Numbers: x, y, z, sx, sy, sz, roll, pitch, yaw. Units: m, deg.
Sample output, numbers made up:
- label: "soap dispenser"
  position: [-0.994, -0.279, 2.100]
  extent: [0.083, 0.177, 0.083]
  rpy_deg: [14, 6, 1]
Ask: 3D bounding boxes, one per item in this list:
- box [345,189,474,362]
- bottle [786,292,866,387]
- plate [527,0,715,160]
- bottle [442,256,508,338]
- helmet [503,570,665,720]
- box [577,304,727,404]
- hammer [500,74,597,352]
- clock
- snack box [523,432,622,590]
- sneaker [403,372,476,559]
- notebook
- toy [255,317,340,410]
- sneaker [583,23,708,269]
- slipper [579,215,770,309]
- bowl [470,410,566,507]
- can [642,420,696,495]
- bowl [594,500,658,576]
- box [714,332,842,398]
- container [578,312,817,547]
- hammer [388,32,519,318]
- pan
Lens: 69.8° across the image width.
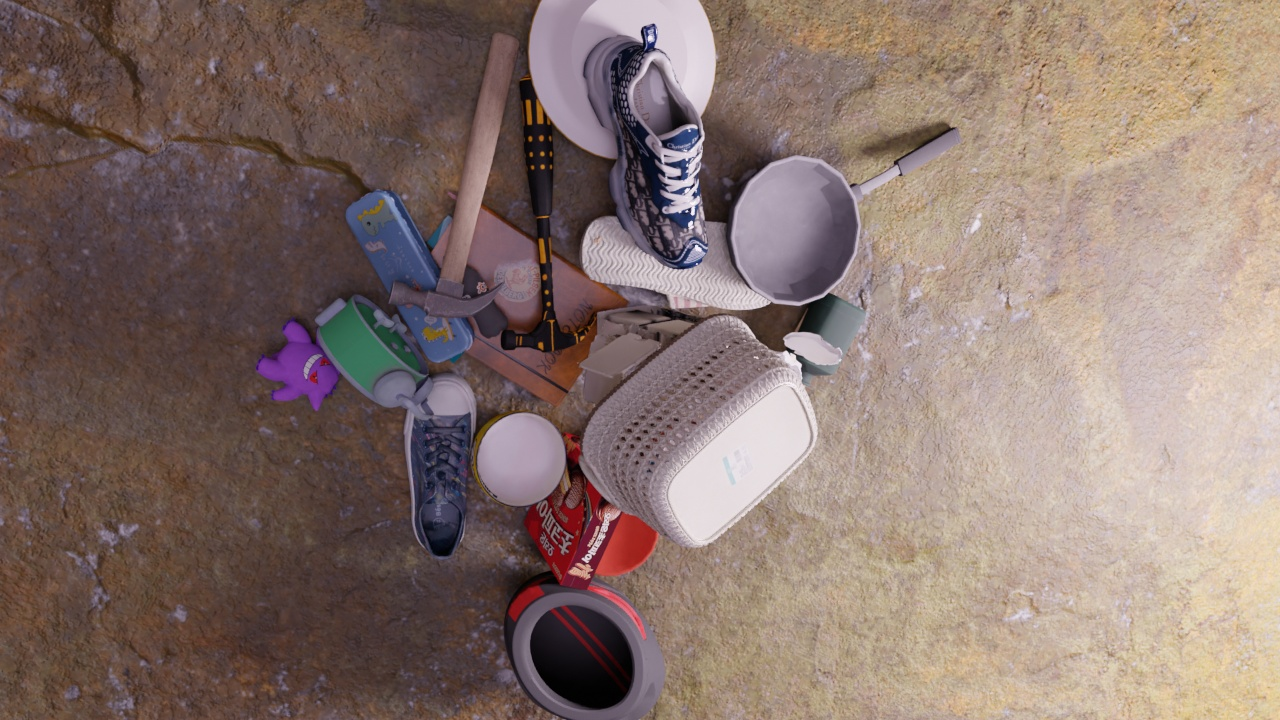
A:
- label: "box"
  position: [-0.266, -0.095, 1.056]
  extent: [0.066, 0.049, 0.210]
  rpy_deg: [-27, 100, 2]
- label: "bottle"
  position: [0.229, -0.019, 1.178]
  extent: [0.061, 0.061, 0.131]
  rpy_deg: [25, 98, -18]
- label: "plate"
  position: [-0.015, -0.347, 1.050]
  extent: [0.229, 0.021, 0.230]
  rpy_deg: [-4, 102, -20]
- label: "bottle"
  position: [-0.196, -0.078, 1.078]
  extent: [0.036, 0.036, 0.110]
  rpy_deg: [-31, 107, -2]
- label: "helmet"
  position: [-0.074, 0.359, 1.158]
  extent: [0.164, 0.170, 0.264]
  rpy_deg: [-43, 105, -7]
- label: "box"
  position: [0.001, -0.005, 1.071]
  extent: [0.185, 0.145, 0.095]
  rpy_deg: [-33, 123, -31]
- label: "hammer"
  position: [-0.111, -0.169, 1.075]
  extent: [0.123, 0.036, 0.321]
  rpy_deg: [-7, 100, -28]
- label: "clock"
  position: [-0.288, 0.001, 1.044]
  extent: [0.075, 0.122, 0.161]
  rpy_deg: [-40, 83, 2]
- label: "snack box"
  position: [-0.080, 0.180, 1.119]
  extent: [0.035, 0.152, 0.133]
  rpy_deg: [20, 99, -29]
- label: "sneaker"
  position: [-0.246, 0.133, 1.116]
  extent: [0.087, 0.079, 0.236]
  rpy_deg: [2, 104, -12]
- label: "notebook"
  position: [-0.165, -0.065, 1.116]
  extent: [0.249, 0.014, 0.178]
  rpy_deg: [33, 96, -17]
- label: "toy"
  position: [-0.392, 0.009, 1.069]
  extent: [0.088, 0.056, 0.105]
  rpy_deg: [34, 61, -14]
- label: "sneaker"
  position: [0.027, -0.226, 1.001]
  extent: [0.103, 0.132, 0.269]
  rpy_deg: [-23, 106, -18]
- label: "slipper"
  position: [0.049, -0.118, 1.122]
  extent: [0.262, 0.052, 0.115]
  rpy_deg: [7, 99, -20]
- label: "bowl"
  position: [-0.156, 0.118, 1.129]
  extent: [0.117, 0.068, 0.117]
  rpy_deg: [-1, 93, -27]
- label: "can"
  position: [0.068, 0.143, 1.180]
  extent: [0.129, 0.044, 0.130]
  rpy_deg: [-2, 95, -23]
- label: "bowl"
  position: [-0.039, 0.219, 1.200]
  extent: [0.122, 0.035, 0.122]
  rpy_deg: [-3, 104, -10]
- label: "box"
  position: [0.165, 0.011, 1.127]
  extent: [0.084, 0.162, 0.112]
  rpy_deg: [40, 81, -26]
- label: "container"
  position: [0.069, 0.079, 0.989]
  extent: [0.246, 0.143, 0.185]
  rpy_deg: [-40, 130, -11]
- label: "hammer"
  position: [-0.190, -0.208, 1.041]
  extent: [0.119, 0.031, 0.331]
  rpy_deg: [13, 87, -19]
- label: "pan"
  position: [0.255, -0.201, 1.133]
  extent: [0.356, 0.041, 0.179]
  rpy_deg: [-31, 110, -14]
